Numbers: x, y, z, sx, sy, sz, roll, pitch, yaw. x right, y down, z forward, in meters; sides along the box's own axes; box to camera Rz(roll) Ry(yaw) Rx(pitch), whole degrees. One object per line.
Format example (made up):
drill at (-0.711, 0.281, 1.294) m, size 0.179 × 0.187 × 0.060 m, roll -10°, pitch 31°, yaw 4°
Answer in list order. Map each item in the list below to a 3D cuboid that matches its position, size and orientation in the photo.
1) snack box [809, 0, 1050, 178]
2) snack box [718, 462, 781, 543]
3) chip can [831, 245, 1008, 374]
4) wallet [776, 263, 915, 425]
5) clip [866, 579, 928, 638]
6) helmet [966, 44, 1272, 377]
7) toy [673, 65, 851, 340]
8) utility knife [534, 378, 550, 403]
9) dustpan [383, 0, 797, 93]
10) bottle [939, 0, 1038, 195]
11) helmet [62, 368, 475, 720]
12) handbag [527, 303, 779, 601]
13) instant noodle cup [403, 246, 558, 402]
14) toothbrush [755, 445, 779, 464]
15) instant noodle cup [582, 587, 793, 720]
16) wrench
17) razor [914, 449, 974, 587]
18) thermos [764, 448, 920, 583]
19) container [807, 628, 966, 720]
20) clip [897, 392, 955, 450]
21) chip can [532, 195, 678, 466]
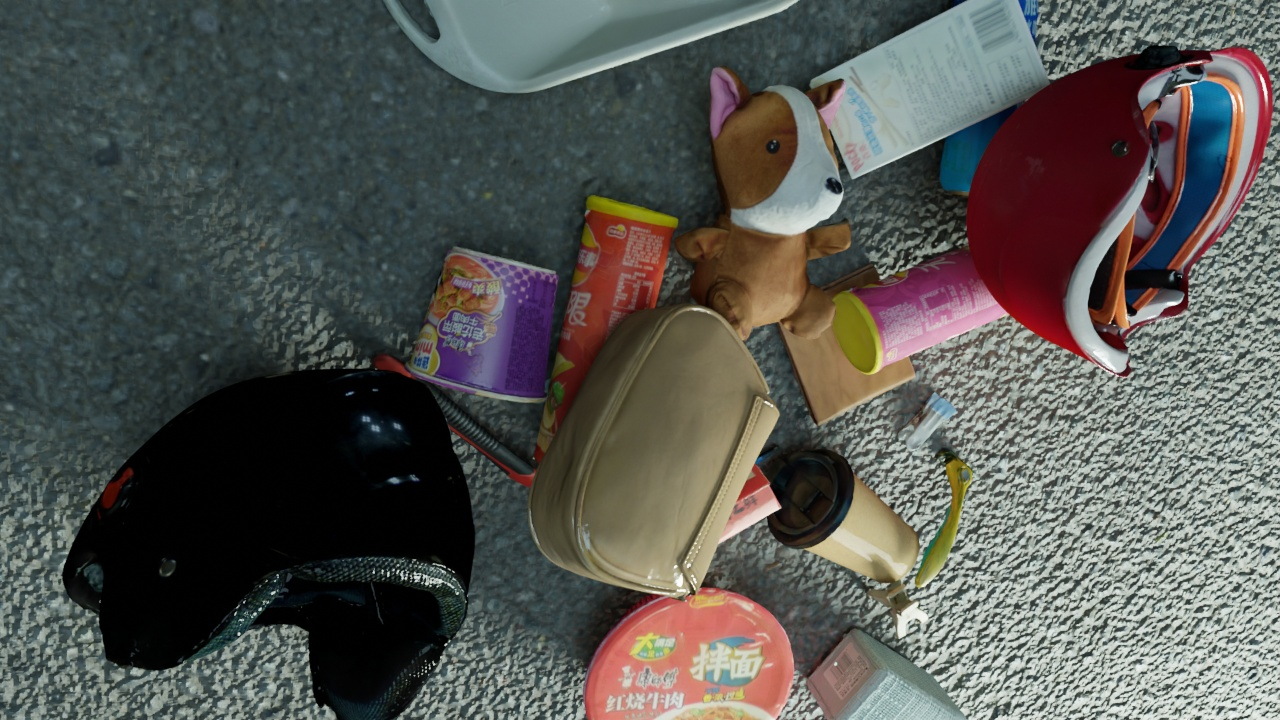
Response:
snack box at (0.218, -0.211, 0.699) m, size 0.157 × 0.026 × 0.085 m, roll -23°, pitch 100°, yaw 22°
snack box at (0.047, 0.117, 0.755) m, size 0.113 × 0.127 × 0.044 m, roll -30°, pitch 111°, yaw -2°
chip can at (0.268, -0.058, 0.768) m, size 0.210 × 0.071 × 0.071 m, roll -21°, pitch 111°, yaw -11°
wallet at (0.178, -0.013, 0.801) m, size 0.101 × 0.020 × 0.115 m, roll -27°, pitch 109°, yaw -5°
clip at (0.247, 0.235, 0.848) m, size 0.035 × 0.103 × 0.092 m, roll -32°, pitch 91°, yaw -3°
helmet at (0.333, -0.125, 0.668) m, size 0.239 × 0.144 × 0.207 m, roll -41°, pitch 132°, yaw -21°
toy at (0.099, -0.114, 0.691) m, size 0.140 × 0.130 × 0.200 m, roll -3°, pitch 106°, yaw -35°
utility knife at (-0.005, 0.004, 0.764) m, size 0.196 × 0.020 × 0.031 m, roll -18°, pitch 106°, yaw -8°
dustpan at (-0.062, -0.281, 0.568) m, size 0.142 × 0.258 × 0.223 m, roll -36°, pitch 114°, yaw -25°
bottle at (0.276, -0.242, 0.721) m, size 0.065 × 0.065 × 0.219 m, roll -6°, pitch 109°, yaw -11°
helmet at (-0.247, 0.122, 0.641) m, size 0.275 × 0.229 × 0.233 m, roll -6°, pitch 148°, yaw 19°
handbag at (0.010, 0.065, 0.655) m, size 0.147 × 0.100 × 0.204 m, roll 40°, pitch 67°, yaw -28°
instant noodle cup at (-0.113, -0.029, 0.686) m, size 0.111 × 0.111 × 0.099 m, roll 11°, pitch 96°, yaw -16°
toothbrush at (0.043, 0.125, 0.818) m, size 0.189 × 0.014 × 0.016 m, roll -32°, pitch 88°, yaw -2°
instant noodle cup at (0.038, 0.280, 0.839) m, size 0.193 × 0.066 × 0.194 m, roll -4°, pitch 107°, yaw -12°
wrench at (-0.108, 0.083, 0.755) m, size 0.273 × 0.056 × 0.016 m, roll 40°, pitch 59°, yaw -17°
razor at (0.275, 0.146, 0.835) m, size 0.043 × 0.028 × 0.132 m, roll 41°, pitch 60°, yaw -24°
thermos at (0.182, 0.143, 0.819) m, size 0.143 × 0.093 × 0.093 m, roll 34°, pitch 98°, yaw -29°
container at (0.233, 0.331, 0.888) m, size 0.111 × 0.090 × 0.090 m, roll 38°, pitch 96°, yaw -18°
clip at (0.261, 0.058, 0.843) m, size 0.026 × 0.038 × 0.058 m, roll 37°, pitch 95°, yaw -22°
chip can at (-0.028, -0.015, 0.715) m, size 0.073 × 0.073 × 0.217 m, roll 10°, pitch 100°, yaw -16°
